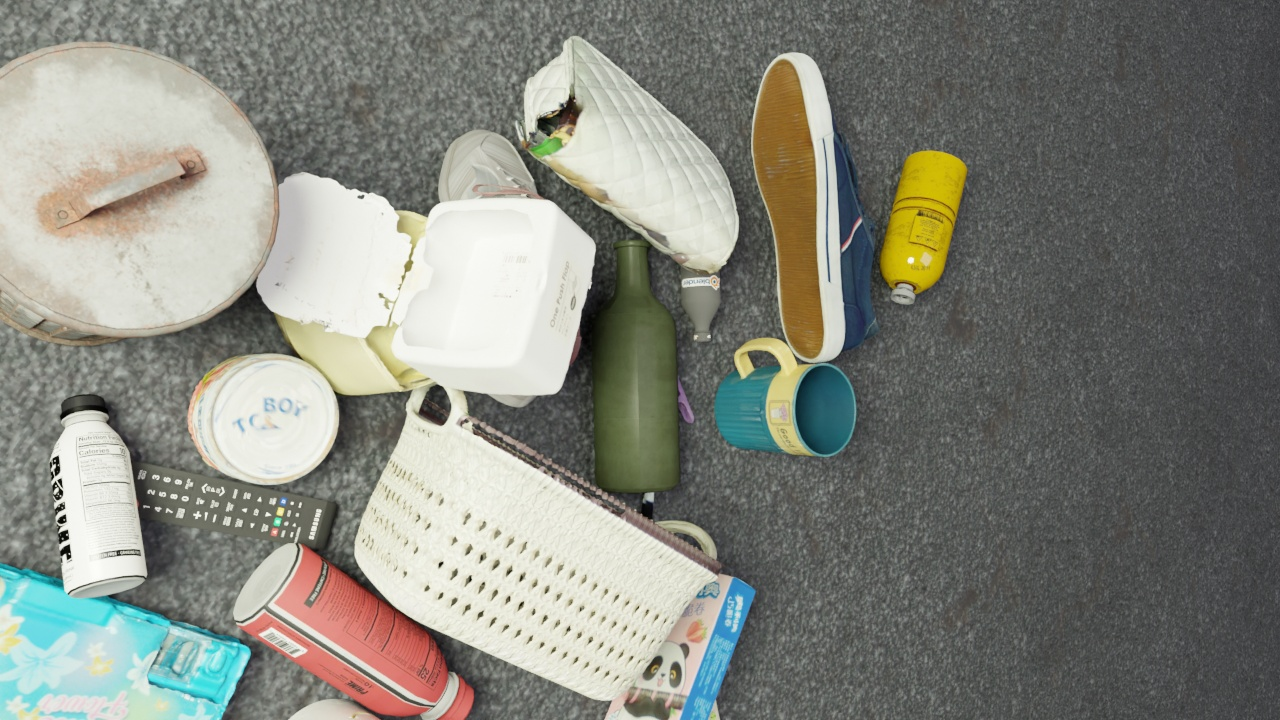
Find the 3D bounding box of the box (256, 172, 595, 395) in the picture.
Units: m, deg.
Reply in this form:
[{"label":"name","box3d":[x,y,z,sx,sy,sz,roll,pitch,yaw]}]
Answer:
[{"label":"box","box3d":[-0.123,-0.046,0.539,0.189,0.101,0.111,9,72,6]}]

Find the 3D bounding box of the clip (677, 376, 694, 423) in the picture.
[{"label":"clip","box3d":[0.031,0.037,0.830,0.033,0.013,0.051,-25,100,-36]}]

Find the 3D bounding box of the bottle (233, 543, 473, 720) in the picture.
[{"label":"bottle","box3d":[-0.187,0.198,0.628,0.176,0.062,0.062,46,63,-26]}]

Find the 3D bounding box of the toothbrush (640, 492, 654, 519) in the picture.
[{"label":"toothbrush","box3d":[0.005,0.144,0.803,0.012,0.017,0.186,14,80,-22]}]

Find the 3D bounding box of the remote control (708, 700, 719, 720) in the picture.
[{"label":"remote control","box3d":[0.056,0.336,0.834,0.038,0.018,0.125,-16,97,-36]}]

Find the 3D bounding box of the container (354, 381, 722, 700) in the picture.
[{"label":"container","box3d":[-0.075,0.130,0.648,0.251,0.185,0.143,35,77,-30]}]

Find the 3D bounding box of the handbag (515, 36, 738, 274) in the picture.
[{"label":"handbag","box3d":[-0.009,-0.160,0.747,0.194,0.073,0.138,33,33,-31]}]

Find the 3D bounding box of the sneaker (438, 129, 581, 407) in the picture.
[{"label":"sneaker","box3d":[-0.079,-0.087,0.652,0.099,0.090,0.235,25,43,-48]}]

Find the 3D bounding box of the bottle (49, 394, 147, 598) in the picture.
[{"label":"bottle","box3d":[-0.318,0.076,0.534,0.041,0.041,0.116,-5,69,-37]}]

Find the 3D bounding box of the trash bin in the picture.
[{"label":"trash bin","box3d":[-0.279,-0.073,0.476,0.130,0.212,0.131,2,87,-37]}]

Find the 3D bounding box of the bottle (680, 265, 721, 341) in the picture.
[{"label":"bottle","box3d":[0.055,-0.072,0.835,0.036,0.036,0.110,-1,89,-37]}]

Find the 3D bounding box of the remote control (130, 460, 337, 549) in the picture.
[{"label":"remote control","box3d":[-0.270,0.095,0.599,0.146,0.015,0.033,20,76,-35]}]

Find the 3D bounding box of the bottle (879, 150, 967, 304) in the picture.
[{"label":"bottle","box3d":[0.306,-0.141,1.006,0.071,0.071,0.163,28,72,-33]}]

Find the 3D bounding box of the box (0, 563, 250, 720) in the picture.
[{"label":"box","box3d":[-0.349,0.172,0.522,0.226,0.040,0.094,33,69,-32]}]

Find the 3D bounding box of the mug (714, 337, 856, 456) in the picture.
[{"label":"mug","box3d":[0.125,0.031,0.842,0.083,0.107,0.113,-37,110,-30]}]

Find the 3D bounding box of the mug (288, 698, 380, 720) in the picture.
[{"label":"mug","box3d":[-0.189,0.274,0.597,0.082,0.106,0.082,2,87,-36]}]

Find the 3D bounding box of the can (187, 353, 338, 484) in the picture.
[{"label":"can","box3d":[-0.246,0.037,0.602,0.086,0.043,0.086,1,88,-39]}]

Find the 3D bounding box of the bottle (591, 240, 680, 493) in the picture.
[{"label":"bottle","box3d":[-0.005,0.004,0.767,0.071,0.072,0.206,-1,89,-37]}]

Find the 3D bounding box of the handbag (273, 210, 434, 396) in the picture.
[{"label":"handbag","box3d":[-0.181,-0.032,0.608,0.081,0.119,0.111,-21,99,-42]}]

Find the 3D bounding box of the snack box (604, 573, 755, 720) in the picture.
[{"label":"snack box","box3d":[0.033,0.252,0.776,0.033,0.088,0.154,36,67,-31]}]

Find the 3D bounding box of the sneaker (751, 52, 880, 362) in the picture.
[{"label":"sneaker","box3d":[0.189,-0.153,0.899,0.127,0.121,0.294,-16,101,-24]}]
